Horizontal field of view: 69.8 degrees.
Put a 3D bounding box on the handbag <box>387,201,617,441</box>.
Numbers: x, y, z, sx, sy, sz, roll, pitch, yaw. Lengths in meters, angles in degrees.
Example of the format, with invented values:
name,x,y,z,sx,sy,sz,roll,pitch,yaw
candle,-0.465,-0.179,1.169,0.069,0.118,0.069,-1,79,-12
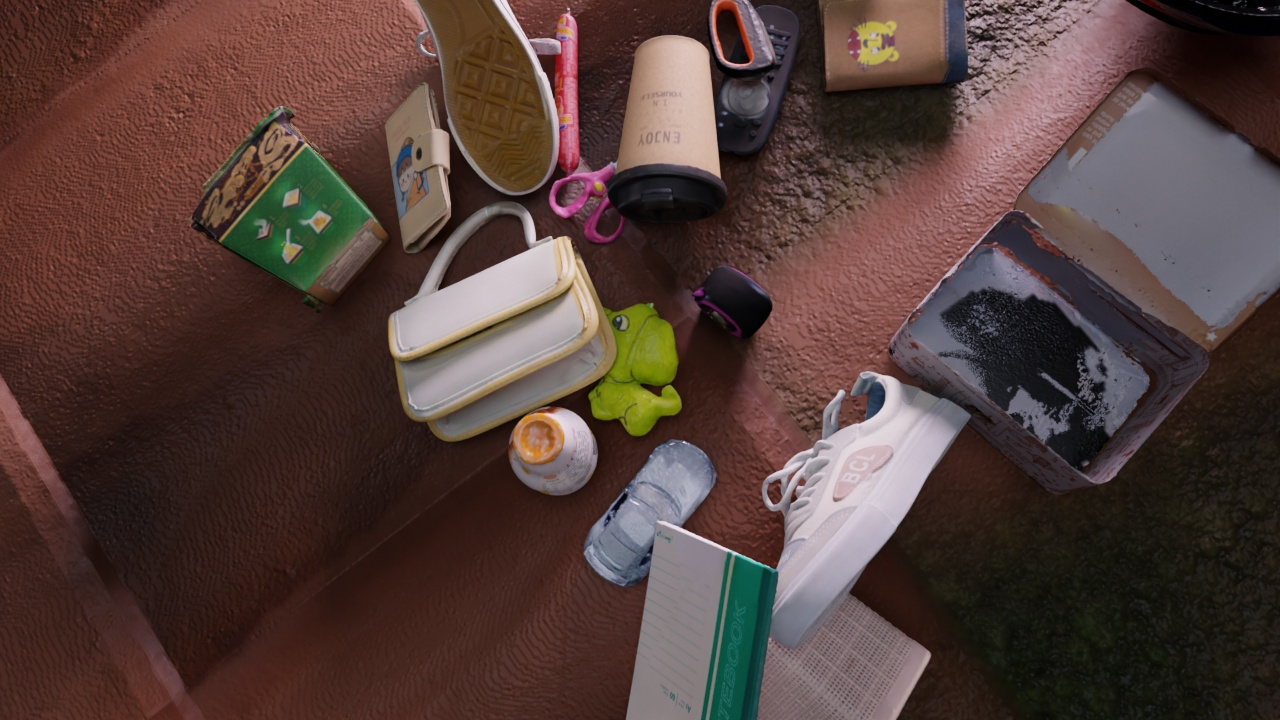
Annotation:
name,x,y,z,sx,sy,sz,roll,pitch,yaw
handbag,-0.120,-0.045,0.715,0.163,0.063,0.178,-24,63,4

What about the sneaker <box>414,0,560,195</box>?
name,x,y,z,sx,sy,sz,roll,pitch,yaw
sneaker,-0.129,-0.254,0.754,0.118,0.087,0.241,-22,99,12

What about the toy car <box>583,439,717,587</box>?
name,x,y,z,sx,sy,sz,roll,pitch,yaw
toy car,0.008,0.114,0.690,0.054,0.037,0.120,38,81,11

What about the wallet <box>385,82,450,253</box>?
name,x,y,z,sx,sy,sz,roll,pitch,yaw
wallet,-0.178,-0.156,0.744,0.024,0.087,0.115,-1,73,-35

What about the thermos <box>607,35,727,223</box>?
name,x,y,z,sx,sy,sz,roll,pitch,yaw
thermos,0.023,-0.176,0.720,0.093,0.093,0.143,1,76,5

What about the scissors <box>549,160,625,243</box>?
name,x,y,z,sx,sy,sz,roll,pitch,yaw
scissors,-0.009,-0.154,0.758,0.137,0.017,0.073,-44,88,-11

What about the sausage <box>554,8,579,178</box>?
name,x,y,z,sx,sy,sz,roll,pitch,yaw
sausage,-0.062,-0.227,0.775,0.020,0.020,0.155,-3,78,4

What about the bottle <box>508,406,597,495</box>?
name,x,y,z,sx,sy,sz,roll,pitch,yaw
bottle,-0.066,0.064,0.668,0.063,0.108,0.063,-1,78,3

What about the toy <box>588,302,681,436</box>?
name,x,y,z,sx,sy,sz,roll,pitch,yaw
toy,-0.004,0.004,0.714,0.097,0.031,0.100,25,84,16

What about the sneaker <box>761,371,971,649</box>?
name,x,y,z,sx,sy,sz,roll,pitch,yaw
sneaker,0.135,0.084,0.619,0.091,0.090,0.241,34,48,18

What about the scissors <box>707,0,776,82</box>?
name,x,y,z,sx,sy,sz,roll,pitch,yaw
scissors,0.089,-0.330,0.759,0.235,0.022,0.220,3,76,9

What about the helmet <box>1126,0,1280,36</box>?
name,x,y,z,sx,sy,sz,roll,pitch,yaw
helmet,0.421,-0.375,0.649,0.315,0.248,0.239,28,39,3

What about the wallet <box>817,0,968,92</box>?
name,x,y,z,sx,sy,sz,roll,pitch,yaw
wallet,0.206,-0.267,0.755,0.115,0.033,0.090,-3,79,8

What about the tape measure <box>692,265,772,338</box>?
name,x,y,z,sx,sy,sz,roll,pitch,yaw
tape measure,0.070,-0.043,0.705,0.057,0.058,0.039,37,84,8

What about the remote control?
name,x,y,z,sx,sy,sz,roll,pitch,yaw
remote control,0.095,-0.229,0.758,0.053,0.024,0.136,17,80,9

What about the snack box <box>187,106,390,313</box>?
name,x,y,z,sx,sy,sz,roll,pitch,yaw
snack box,-0.266,-0.111,0.729,0.105,0.118,0.117,39,84,-1

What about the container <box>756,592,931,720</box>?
name,x,y,z,sx,sy,sz,roll,pitch,yaw
container,0.116,0.205,0.623,0.111,0.090,0.090,39,48,14

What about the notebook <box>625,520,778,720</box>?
name,x,y,z,sx,sy,sz,roll,pitch,yaw
notebook,0.032,0.222,0.598,0.012,0.150,0.209,10,88,-25

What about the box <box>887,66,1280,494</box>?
name,x,y,z,sx,sy,sz,roll,pitch,yaw
box,0.333,-0.054,0.657,0.179,0.110,0.259,42,85,11
